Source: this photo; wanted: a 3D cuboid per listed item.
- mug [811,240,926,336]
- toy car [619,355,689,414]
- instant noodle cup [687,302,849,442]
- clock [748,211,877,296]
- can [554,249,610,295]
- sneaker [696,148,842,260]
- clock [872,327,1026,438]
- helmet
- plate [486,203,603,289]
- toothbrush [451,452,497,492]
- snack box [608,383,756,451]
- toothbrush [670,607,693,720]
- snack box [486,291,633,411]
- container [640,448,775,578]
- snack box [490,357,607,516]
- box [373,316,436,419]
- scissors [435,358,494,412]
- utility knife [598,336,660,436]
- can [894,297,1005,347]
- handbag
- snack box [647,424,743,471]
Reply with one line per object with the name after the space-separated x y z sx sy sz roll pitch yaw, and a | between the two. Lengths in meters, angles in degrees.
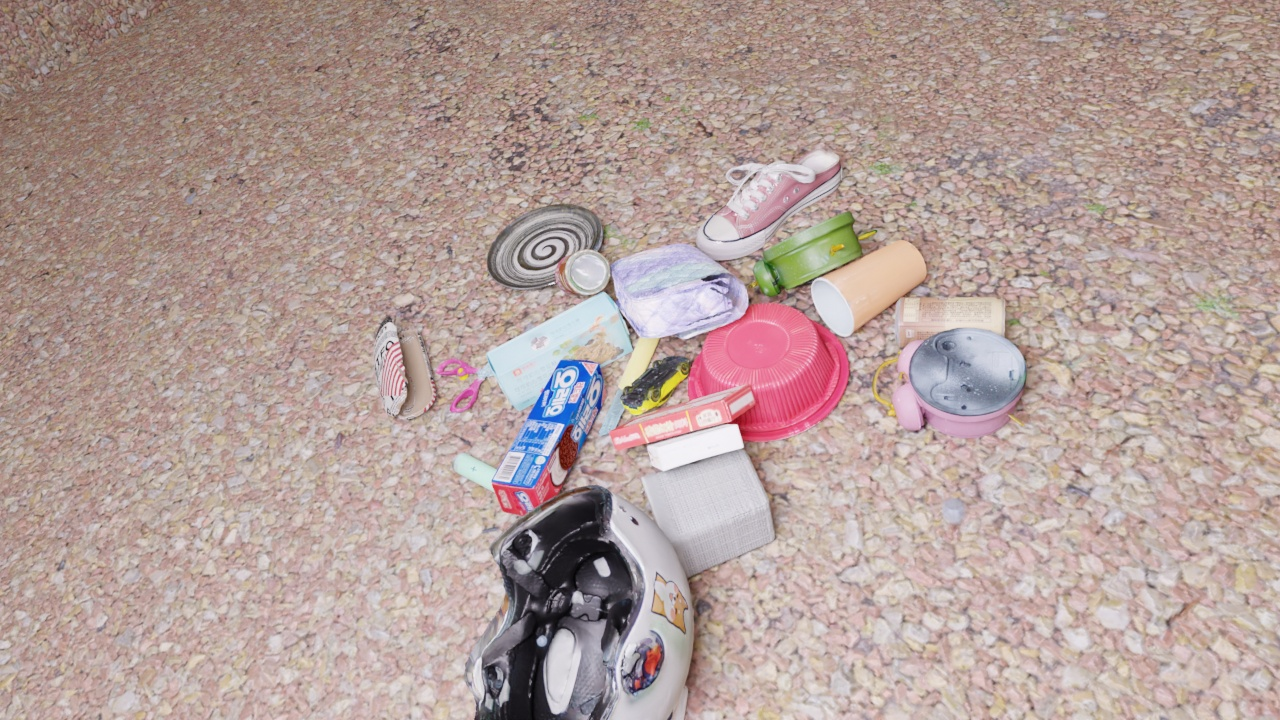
0.277 -0.091 1.101 0.122 0.078 0.078 -30 47 -14 | mug
0.021 0.030 1.108 0.048 0.032 0.105 5 37 43 | toy car
0.143 0.001 1.072 0.194 0.066 0.193 -10 49 12 | instant noodle cup
0.200 -0.125 1.121 0.162 0.056 0.115 -25 0 43 | clock
-0.078 -0.114 1.201 0.058 0.058 0.147 -30 8 -7 | can
0.171 -0.227 1.241 0.240 0.088 0.118 -34 48 -12 | sneaker
0.331 0.026 0.988 0.159 0.060 0.117 4 53 20 | clock
-0.039 0.260 0.845 0.231 0.156 0.273 -26 50 42 | helmet
-0.137 -0.162 1.340 0.179 0.024 0.179 -11 47 12 | plate
-0.135 0.156 1.063 0.225 0.026 0.027 21 55 32 | toothbrush
0.046 0.064 1.018 0.153 0.025 0.075 -18 3 32 | snack box
0.028 0.332 0.853 0.026 0.027 0.220 23 52 -14 | toothbrush
-0.101 -0.011 1.162 0.174 0.074 0.051 -29 48 -5 | snack box
0.072 0.157 0.949 0.114 0.090 0.090 -19 48 -2 | container
-0.101 0.085 1.070 0.057 0.058 0.206 5 44 21 | snack box
-0.316 0.015 1.240 0.075 0.083 0.163 -55 42 26 | box
-0.213 0.023 1.215 0.133 0.017 0.130 -2 48 13 | scissors
-0.007 0.007 1.151 0.031 0.022 0.220 6 46 25 | utility knife
0.350 -0.042 1.039 0.116 0.058 0.058 2 52 21 | can
0.041 -0.086 1.126 0.134 0.076 0.193 -17 22 -6 | handbag
0.054 0.091 0.973 0.084 0.157 0.027 -16 86 -4 | snack box
